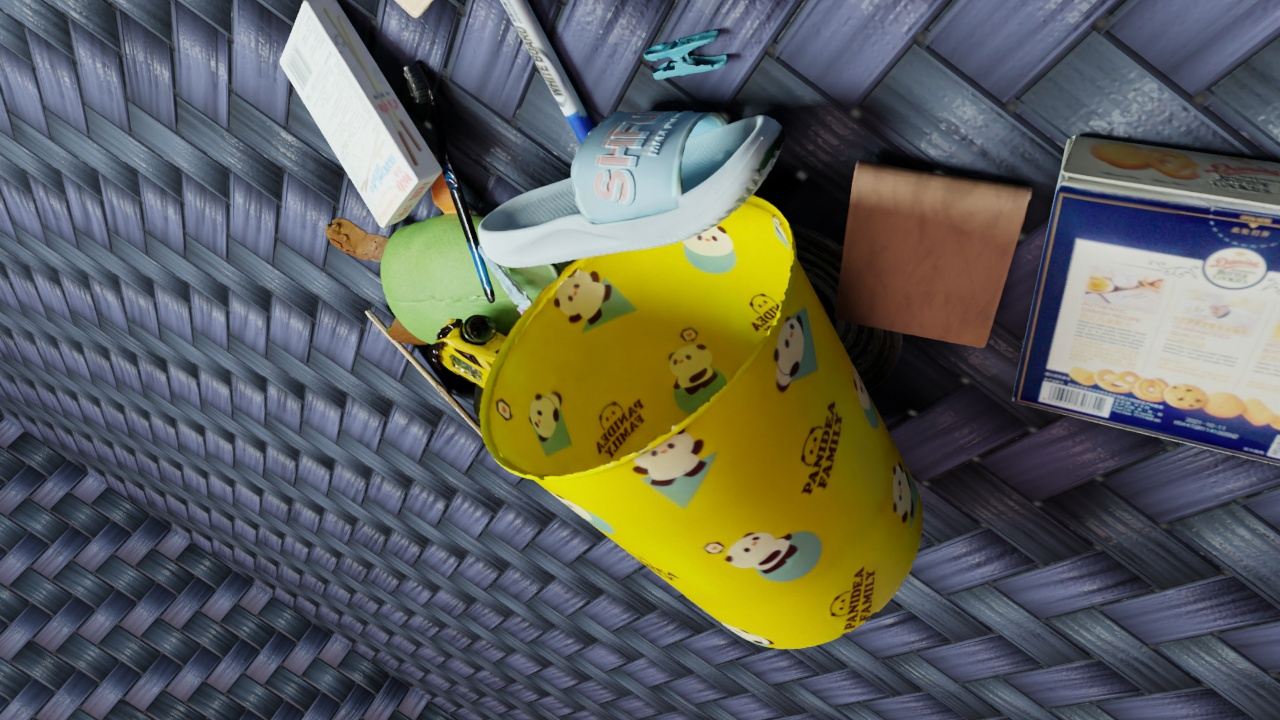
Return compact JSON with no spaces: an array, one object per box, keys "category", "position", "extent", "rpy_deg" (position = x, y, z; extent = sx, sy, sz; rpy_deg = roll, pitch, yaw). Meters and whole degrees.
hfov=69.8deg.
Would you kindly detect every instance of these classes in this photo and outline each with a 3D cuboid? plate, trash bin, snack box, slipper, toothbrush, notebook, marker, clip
[{"category":"plate","position":[0.108,-0.039,0.678],"extent":[0.179,0.024,0.180],"rpy_deg":[23,146,16]},{"category":"trash bin","position":[0.059,0.057,0.631],"extent":[0.230,0.229,0.255],"rpy_deg":[-5,137,43]},{"category":"snack box","position":[0.314,-0.026,0.507],"extent":[0.178,0.045,0.183],"rpy_deg":[15,143,24]},{"category":"slipper","position":[-0.017,-0.120,0.599],"extent":[0.246,0.103,0.074],"rpy_deg":[-8,122,37]},{"category":"toothbrush","position":[-0.143,-0.133,0.694],"extent":[0.014,0.016,0.189],"rpy_deg":[-11,98,46]},{"category":"notebook","position":[-0.203,0.031,0.939],"extent":[0.208,0.008,0.148],"rpy_deg":[35,165,50]},{"category":"marker","position":[-0.063,-0.202,0.617],"extent":[0.017,0.016,0.146],"rpy_deg":[1,135,39]},{"category":"clip","position":[0.028,-0.187,0.565],"extent":[0.057,0.014,0.043],"rpy_deg":[1,134,39]},{"category":"snack box","position":[-0.218,-0.189,0.707],"extent":[0.085,0.026,0.157],"rpy_deg":[-28,95,52]}]

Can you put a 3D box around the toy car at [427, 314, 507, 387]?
[{"category":"toy car","position":[-0.095,0.010,0.745],"extent":[0.156,0.041,0.071],"rpy_deg":[22,155,-5]}]

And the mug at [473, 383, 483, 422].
[{"category":"mug","position":[-0.095,0.059,0.904],"extent":[0.103,0.083,0.124],"rpy_deg":[22,145,33]}]

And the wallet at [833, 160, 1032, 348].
[{"category":"wallet","position":[0.175,-0.064,0.569],"extent":[0.101,0.020,0.115],"rpy_deg":[14,132,16]}]

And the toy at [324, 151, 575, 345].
[{"category":"toy","position":[-0.153,-0.068,0.796],"extent":[0.247,0.089,0.227],"rpy_deg":[3,124,32]}]

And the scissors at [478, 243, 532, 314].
[{"category":"scissors","position":[-0.089,-0.044,0.714],"extent":[0.057,0.017,0.133],"rpy_deg":[-6,138,27]}]

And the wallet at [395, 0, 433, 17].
[{"category":"wallet","position":[-0.135,-0.262,0.545],"extent":[0.115,0.024,0.087],"rpy_deg":[-18,117,48]}]
